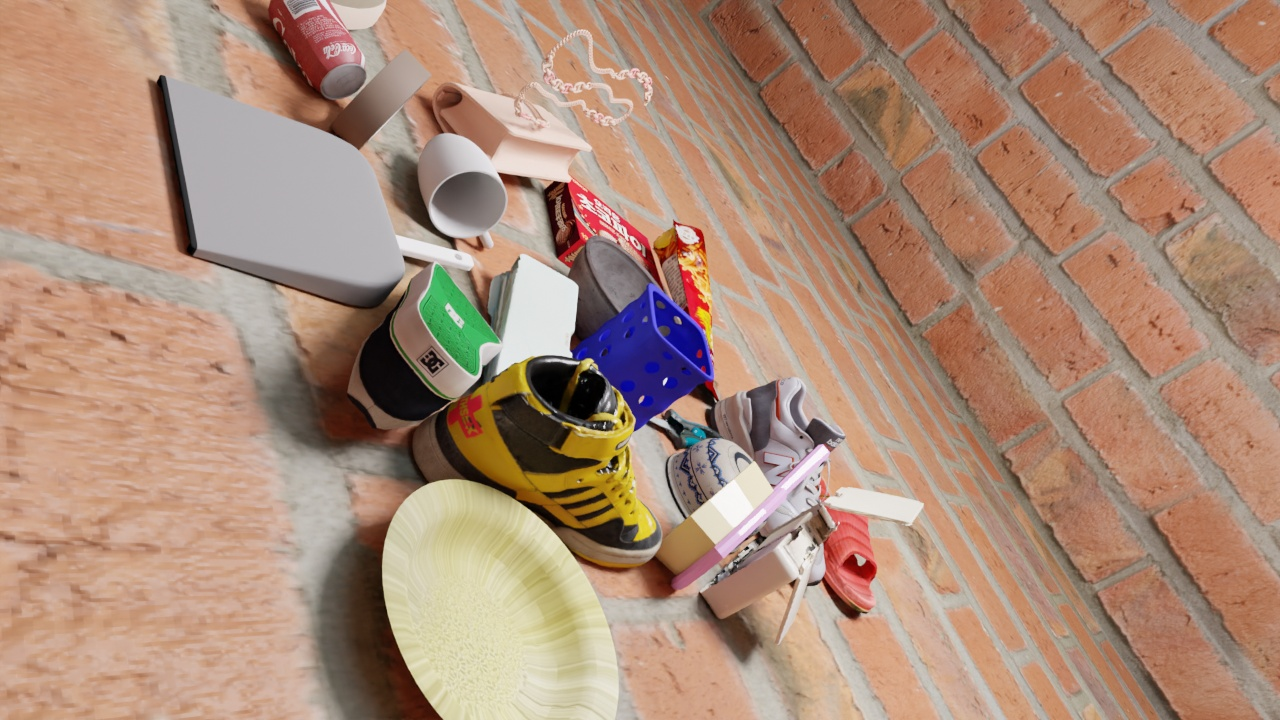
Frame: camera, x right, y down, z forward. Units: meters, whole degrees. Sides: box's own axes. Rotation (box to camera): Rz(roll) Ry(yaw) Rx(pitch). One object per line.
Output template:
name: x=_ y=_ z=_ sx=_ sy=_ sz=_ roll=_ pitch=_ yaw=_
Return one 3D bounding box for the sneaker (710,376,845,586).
sneaker: x=0.172 y=0.118 z=1.014 sx=0.088 sy=0.124 sz=0.239 roll=19 pitch=40 yaw=-54

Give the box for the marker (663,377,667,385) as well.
marker: x=0.000 y=-0.015 z=1.007 sx=0.025 sy=0.025 sz=0.126 roll=9 pitch=47 yaw=-60

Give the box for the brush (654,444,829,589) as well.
brush: x=0.098 y=0.123 z=0.826 sx=0.043 sy=0.089 sz=0.228 roll=50 pitch=45 yaw=9

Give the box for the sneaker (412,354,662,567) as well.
sneaker: x=-0.036 y=0.073 z=0.671 sx=0.238 sy=0.122 sz=0.086 roll=31 pitch=32 yaw=-41

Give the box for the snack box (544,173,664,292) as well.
snack box: x=-0.041 y=-0.134 z=1.092 sx=0.152 sy=0.036 sz=0.132 roll=34 pitch=28 yaw=-38

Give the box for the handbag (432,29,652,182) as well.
handbag: x=-0.105 y=-0.295 z=1.002 sx=0.116 sy=0.188 sz=0.198 roll=48 pitch=26 yaw=19

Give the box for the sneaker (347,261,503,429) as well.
sneaker: x=-0.154 y=-0.009 z=0.648 sx=0.084 sy=0.079 sz=0.235 roll=52 pitch=5 yaw=-12

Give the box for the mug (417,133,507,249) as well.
mug: x=-0.165 y=-0.156 z=0.855 sx=0.089 sy=0.071 sz=0.107 roll=60 pitch=-6 yaw=41

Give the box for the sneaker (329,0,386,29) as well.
sneaker: x=-0.325 y=-0.407 z=0.829 sx=0.293 sy=0.117 sz=0.111 roll=8 pitch=48 yaw=-60

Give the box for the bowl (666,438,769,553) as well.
bowl: x=0.086 y=0.127 z=0.915 sx=0.115 sy=0.059 sz=0.115 roll=42 pitch=24 yaw=-24

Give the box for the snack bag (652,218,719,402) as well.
snack bag: x=0.060 y=-0.056 z=1.113 sx=0.139 sy=0.067 sz=0.207 roll=67 pitch=14 yaw=-59

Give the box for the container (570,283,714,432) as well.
container: x=-0.005 y=0.005 z=0.846 sx=0.084 sy=0.114 sz=0.085 roll=40 pitch=25 yaw=-29

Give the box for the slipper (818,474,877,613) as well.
slipper: x=0.240 y=0.194 z=1.125 sx=0.103 sy=0.059 sz=0.248 roll=34 pitch=27 yaw=-38

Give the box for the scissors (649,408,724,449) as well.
scissors: x=0.054 y=0.083 z=0.975 sx=0.135 sy=0.019 sz=0.130 roll=49 pitch=23 yaw=-5

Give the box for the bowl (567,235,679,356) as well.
bowl: x=-0.028 y=-0.051 z=0.949 sx=0.145 sy=0.067 sz=0.144 roll=42 pitch=24 yaw=-24

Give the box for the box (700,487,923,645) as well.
box: x=0.161 y=0.176 z=0.823 sx=0.081 sy=0.182 sz=0.143 roll=57 pitch=29 yaw=7

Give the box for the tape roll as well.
tape roll: x=-0.222 y=-0.222 z=0.785 sx=0.030 sy=0.094 sz=0.093 roll=44 pitch=23 yaw=-20

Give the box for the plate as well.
plate: x=-0.089 y=0.160 z=0.547 sx=0.184 sy=0.036 sz=0.184 roll=42 pitch=24 yaw=-24

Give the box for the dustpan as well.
dustpan: x=-0.227 y=-0.108 z=0.698 sx=0.257 sy=0.033 sz=0.163 roll=11 pitch=46 yaw=-47

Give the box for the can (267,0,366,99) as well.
can: x=-0.284 y=-0.282 z=0.809 sx=0.096 sy=0.054 sz=0.054 roll=57 pitch=22 yaw=11

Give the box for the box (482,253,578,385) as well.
box: x=-0.095 y=-0.019 z=0.787 sx=0.198 sy=0.073 sz=0.086 roll=-93 pitch=159 yaw=-53
